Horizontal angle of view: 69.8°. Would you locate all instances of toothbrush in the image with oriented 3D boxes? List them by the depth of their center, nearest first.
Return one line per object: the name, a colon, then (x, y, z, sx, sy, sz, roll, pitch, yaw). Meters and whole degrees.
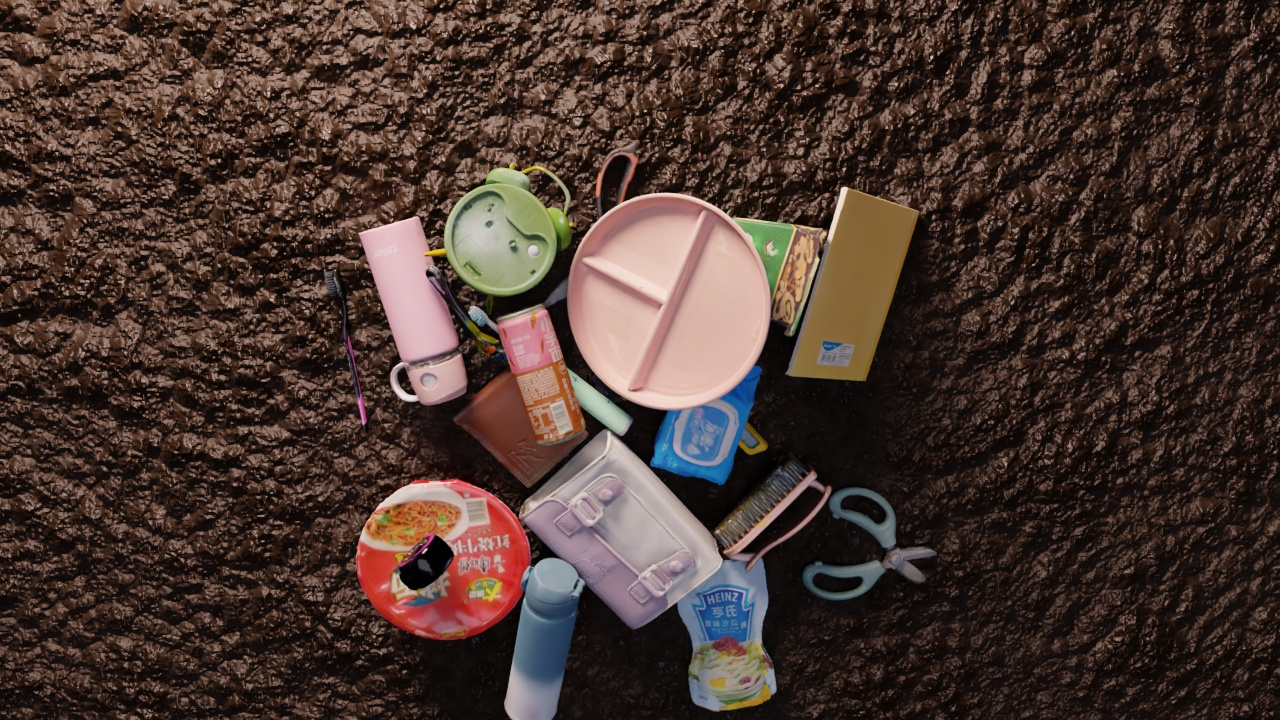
toothbrush: (-0.326, -0.008, 1.021, 0.018, 0.014, 0.189, -5, 104, 6)
toothbrush: (-0.102, 0.010, 1.034, 0.224, 0.027, 0.027, 38, 138, -7)

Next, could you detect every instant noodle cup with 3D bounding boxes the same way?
instant noodle cup: (-0.222, 0.219, 1.054, 0.194, 0.066, 0.194, -1, 104, -4)

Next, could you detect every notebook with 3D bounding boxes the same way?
notebook: (0.237, -0.077, 1.014, 0.145, 0.010, 0.206, 4, 106, -42)

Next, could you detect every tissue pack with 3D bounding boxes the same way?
tissue pack: (0.073, 0.067, 1.036, 0.095, 0.052, 0.157, 16, 113, 0)

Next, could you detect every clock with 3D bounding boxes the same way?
clock: (-0.140, -0.138, 0.976, 0.116, 0.056, 0.161, 45, 79, -14)

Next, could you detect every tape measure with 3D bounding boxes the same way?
tape measure: (-0.233, 0.215, 0.990, 0.058, 0.057, 0.039, -38, 102, 12)

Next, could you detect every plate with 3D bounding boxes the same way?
plate: (0.029, -0.061, 0.973, 0.230, 0.028, 0.229, 4, 101, 23)

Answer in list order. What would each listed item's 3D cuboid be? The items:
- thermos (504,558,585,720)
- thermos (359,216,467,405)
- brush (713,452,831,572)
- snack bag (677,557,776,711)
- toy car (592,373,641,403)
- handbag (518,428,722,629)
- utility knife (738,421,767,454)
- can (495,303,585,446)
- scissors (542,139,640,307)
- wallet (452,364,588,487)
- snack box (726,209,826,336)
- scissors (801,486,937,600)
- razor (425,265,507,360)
thermos: (-0.113, 0.324, 1.057, 0.070, 0.070, 0.221, 8, 119, -7)
thermos: (-0.250, -0.050, 0.994, 0.087, 0.067, 0.199, -11, 105, 12)
brush: (0.153, 0.180, 1.077, 0.073, 0.063, 0.146, 43, 95, 0)
snack bag: (0.106, 0.333, 1.123, 0.110, 0.038, 0.191, -6, 103, 8)
toy car: (-0.006, 0.006, 1.041, 0.106, 0.031, 0.049, -37, 102, 18)
handbag: (-0.023, 0.198, 1.055, 0.145, 0.098, 0.197, -41, 102, 10)
utility knife: (0.094, 0.054, 1.069, 0.033, 0.015, 0.154, -42, 102, 8)
can: (-0.107, 0.016, 0.991, 0.058, 0.058, 0.147, -18, 98, -1)
scissors: (-0.020, -0.130, 1.018, 0.222, 0.015, 0.189, -27, 104, 1)
wallet: (-0.136, 0.074, 1.047, 0.101, 0.032, 0.124, -44, 102, 8)
snack box: (0.131, -0.100, 0.997, 0.105, 0.118, 0.117, 17, 101, 4)
scissors: (0.270, 0.244, 1.126, 0.173, 0.019, 0.179, 41, 96, -13)
razor: (-0.187, -0.045, 0.986, 0.143, 0.043, 0.022, 55, 52, -32)
